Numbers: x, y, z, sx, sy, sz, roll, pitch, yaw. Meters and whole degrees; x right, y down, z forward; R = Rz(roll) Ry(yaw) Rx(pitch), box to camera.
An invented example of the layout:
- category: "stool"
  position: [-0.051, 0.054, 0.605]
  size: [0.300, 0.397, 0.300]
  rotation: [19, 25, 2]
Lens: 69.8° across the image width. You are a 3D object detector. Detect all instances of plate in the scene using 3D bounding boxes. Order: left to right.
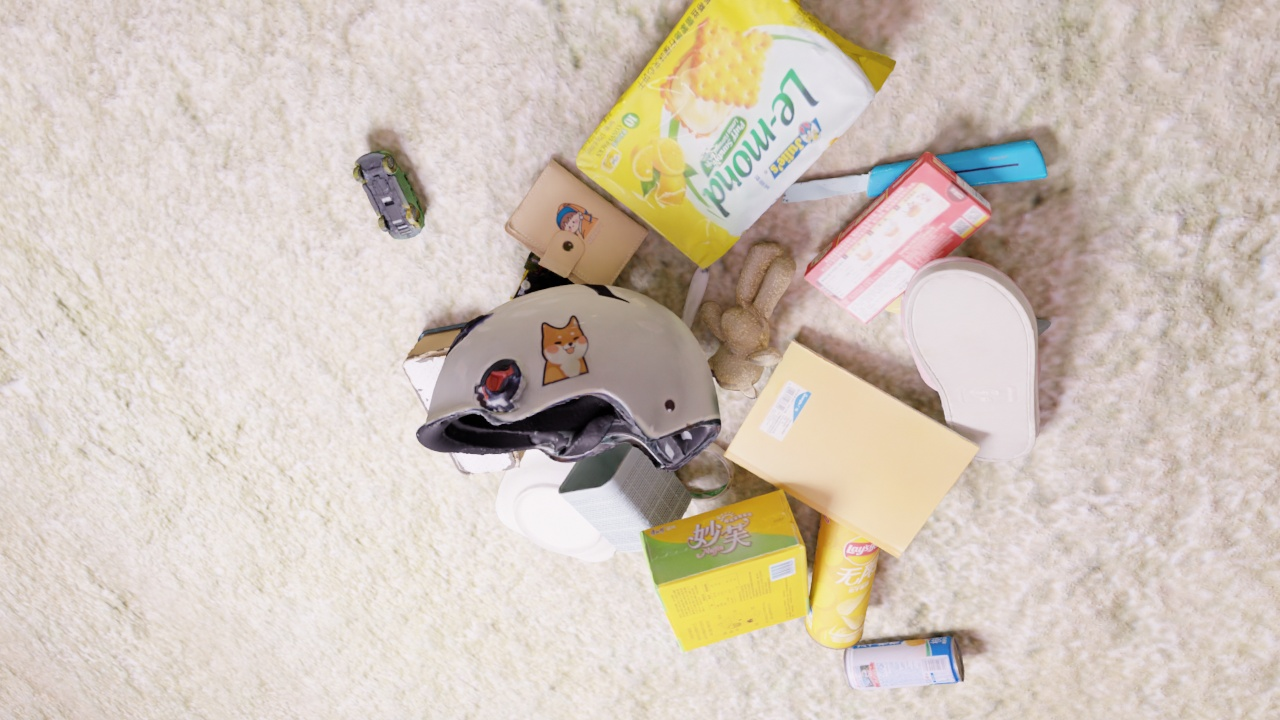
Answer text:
- category: "plate"
  position: [-0.096, 0.183, 1.107]
  size: [0.164, 0.034, 0.164]
  rotation: [22, 127, 1]

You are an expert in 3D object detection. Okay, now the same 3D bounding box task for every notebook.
- category: "notebook"
  position: [0.206, 0.090, 0.912]
  size: [0.206, 0.010, 0.146]
  rotation: [30, 111, 5]

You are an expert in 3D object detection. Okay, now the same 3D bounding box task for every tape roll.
- category: "tape roll"
  position: [0.063, 0.124, 1.033]
  size: [0.086, 0.013, 0.086]
  rotation: [7, 126, 10]

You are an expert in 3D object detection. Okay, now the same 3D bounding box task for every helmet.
- category: "helmet"
  position: [-0.061, 0.011, 0.844]
  size: [0.274, 0.156, 0.230]
  rotation: [1, 165, 11]

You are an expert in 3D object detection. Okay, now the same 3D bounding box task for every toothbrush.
- category: "toothbrush"
  position: [0.041, -0.021, 0.934]
  size: [0.016, 0.016, 0.180]
  rotation: [14, 127, -2]

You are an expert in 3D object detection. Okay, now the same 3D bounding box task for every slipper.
- category: "slipper"
  position: [0.309, -0.001, 0.841]
  size: [0.114, 0.054, 0.274]
  rotation: [-6, 137, 28]

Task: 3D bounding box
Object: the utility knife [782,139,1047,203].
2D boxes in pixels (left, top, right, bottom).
- category: "utility knife"
  position: [0.229, -0.156, 0.785]
  size: [0.219, 0.018, 0.034]
  rotation: [-5, 124, 21]

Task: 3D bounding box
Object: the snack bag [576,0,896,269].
- category: "snack bag"
  position: [0.068, -0.203, 0.765]
  size: [0.158, 0.068, 0.247]
  rotation: [38, 126, -11]

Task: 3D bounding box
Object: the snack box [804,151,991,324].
- category: "snack box"
  position: [0.221, -0.103, 0.799]
  size: [0.075, 0.025, 0.153]
  rotation: [36, 129, -10]

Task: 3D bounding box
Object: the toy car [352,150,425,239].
- category: "toy car"
  position: [-0.244, -0.164, 0.901]
  size: [0.043, 0.036, 0.091]
  rotation: [-9, 123, 22]

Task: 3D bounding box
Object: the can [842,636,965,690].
- category: "can"
  position: [0.317, 0.367, 1.109]
  size: [0.135, 0.053, 0.053]
  rotation: [-14, 120, 24]

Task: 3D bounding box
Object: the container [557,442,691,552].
- category: "container"
  position: [-0.012, 0.148, 1.013]
  size: [0.090, 0.089, 0.111]
  rotation: [-17, 120, 46]

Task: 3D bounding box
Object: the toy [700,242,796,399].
- category: "toy"
  position: [0.107, -0.038, 0.882]
  size: [0.105, 0.066, 0.158]
  rotation: [37, 129, 30]

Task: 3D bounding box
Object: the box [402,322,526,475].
- category: "box"
  position: [-0.191, 0.040, 1.018]
  size: [0.090, 0.061, 0.184]
  rotation: [-7, 120, 19]

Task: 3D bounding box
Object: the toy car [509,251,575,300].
- category: "toy car"
  position: [-0.098, -0.058, 0.930]
  size: [0.071, 0.041, 0.156]
  rotation: [29, 122, -6]

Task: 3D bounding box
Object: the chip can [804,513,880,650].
- category: "chip can"
  position: [0.228, 0.228, 1.026]
  size: [0.072, 0.071, 0.214]
  rotation: [7, 127, 11]

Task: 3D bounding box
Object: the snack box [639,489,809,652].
- category: "snack box"
  position: [0.096, 0.233, 0.993]
  size: [0.157, 0.070, 0.210]
  rotation: [-17, 145, 1]

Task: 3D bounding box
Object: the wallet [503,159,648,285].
- category: "wallet"
  position: [-0.063, -0.121, 0.868]
  size: [0.115, 0.024, 0.087]
  rotation: [35, 95, -12]

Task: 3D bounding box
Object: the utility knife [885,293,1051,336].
- category: "utility knife"
  position: [0.267, -0.049, 0.849]
  size: [0.216, 0.022, 0.031]
  rotation: [11, 125, 0]
